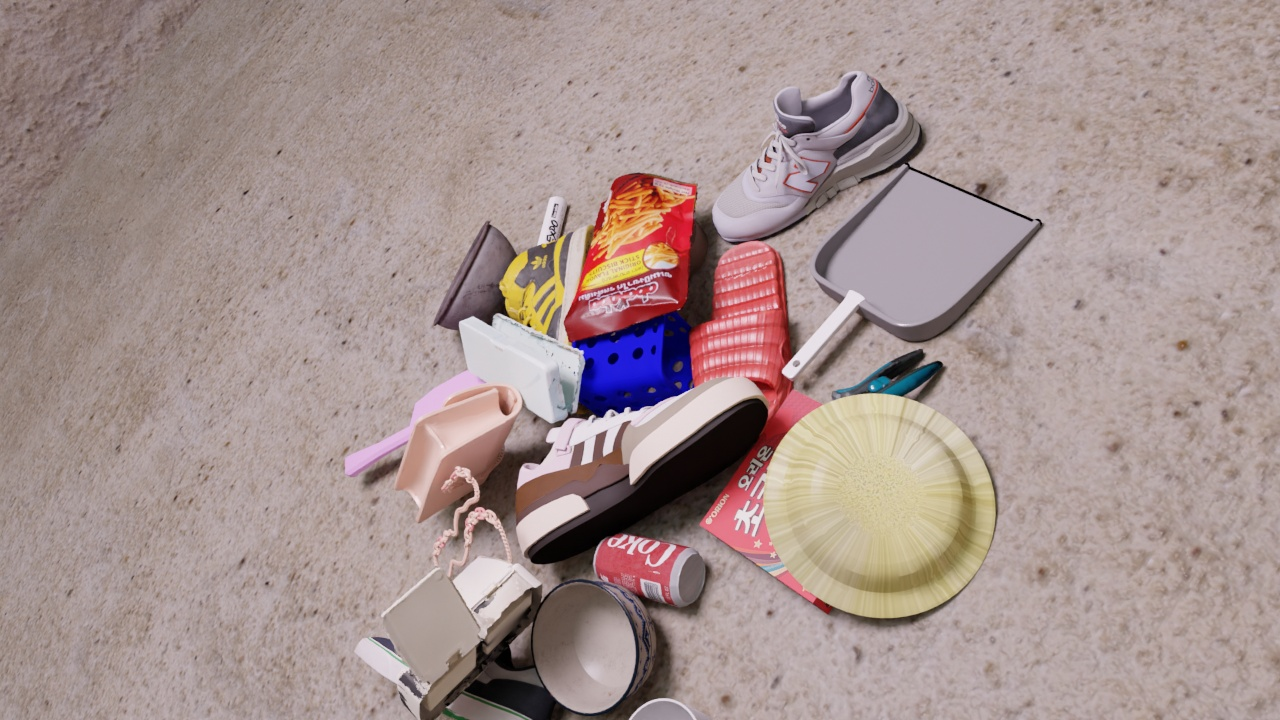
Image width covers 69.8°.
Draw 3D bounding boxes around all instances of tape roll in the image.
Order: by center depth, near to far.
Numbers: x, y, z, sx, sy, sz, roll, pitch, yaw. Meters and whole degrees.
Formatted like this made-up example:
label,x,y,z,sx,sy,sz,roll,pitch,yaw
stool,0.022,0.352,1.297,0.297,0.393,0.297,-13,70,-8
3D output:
label,x,y,z,sx,sy,sz,roll,pitch,yaw
tape roll,0.029,-0.128,1.053,0.094,0.030,0.093,-17,54,25

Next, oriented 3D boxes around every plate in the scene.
label,x,y,z,sx,sy,sz,roll,pitch,yaw
plate,0.192,0.111,0.739,0.184,0.036,0.184,-3,72,9

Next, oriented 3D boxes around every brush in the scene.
label,x,y,z,sx,sy,sz,roll,pitch,yaw
brush,-0.255,0.087,1.100,0.229,0.043,0.089,-28,50,17

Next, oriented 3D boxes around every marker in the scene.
label,x,y,z,sx,sy,sz,roll,pitch,yaw
marker,-0.118,-0.153,1.172,0.025,0.025,0.125,-6,59,31

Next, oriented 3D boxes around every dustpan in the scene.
label,x,y,z,sx,sy,sz,roll,pitch,yaw
dustpan,0.230,-0.075,0.882,0.257,0.033,0.163,-49,47,-2

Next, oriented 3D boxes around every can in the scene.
label,x,y,z,sx,sy,sz,roll,pitch,yaw
can,0.007,0.192,0.850,0.097,0.054,0.054,4,65,36

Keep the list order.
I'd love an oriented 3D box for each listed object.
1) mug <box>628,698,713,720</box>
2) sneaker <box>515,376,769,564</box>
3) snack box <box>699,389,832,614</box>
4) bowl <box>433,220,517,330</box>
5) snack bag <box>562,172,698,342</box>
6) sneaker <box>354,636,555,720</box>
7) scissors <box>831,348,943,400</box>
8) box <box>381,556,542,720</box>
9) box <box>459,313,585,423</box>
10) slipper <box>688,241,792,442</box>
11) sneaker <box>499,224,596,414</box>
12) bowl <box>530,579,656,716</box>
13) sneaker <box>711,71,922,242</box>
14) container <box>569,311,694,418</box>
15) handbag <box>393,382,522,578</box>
label,x,y,z,sx,sy,sz,roll,pitch,yaw
mug,0.022,0.324,0.732,0.107,0.089,0.071,-35,48,11
sneaker,-0.012,0.078,0.874,0.295,0.111,0.116,-38,61,29
snack box,0.149,0.120,0.811,0.133,0.036,0.152,29,81,42
bowl,-0.194,-0.093,1.135,0.145,0.067,0.144,-56,16,25
snack bag,-0.003,-0.109,0.980,0.139,0.067,0.207,-9,50,23
sneaker,-0.177,0.301,0.893,0.236,0.084,0.078,9,58,32
scissors,0.207,0.032,0.806,0.135,0.019,0.129,-1,39,22
box,-0.155,0.212,0.773,0.081,0.182,0.143,38,56,16
box,-0.131,0.006,0.979,0.199,0.072,0.086,23,94,51
slipper,0.099,-0.028,0.925,0.104,0.059,0.248,-10,56,29
sneaker,-0.104,-0.043,1.051,0.122,0.086,0.238,-11,55,25
bowl,-0.035,0.253,0.824,0.116,0.059,0.115,-4,82,32
sneaker,0.163,-0.223,0.959,0.240,0.124,0.088,-26,50,18
container,-0.006,0.006,0.957,0.114,0.084,0.085,-11,57,29
handbag,-0.161,0.143,0.960,0.187,0.116,0.199,52,140,17
